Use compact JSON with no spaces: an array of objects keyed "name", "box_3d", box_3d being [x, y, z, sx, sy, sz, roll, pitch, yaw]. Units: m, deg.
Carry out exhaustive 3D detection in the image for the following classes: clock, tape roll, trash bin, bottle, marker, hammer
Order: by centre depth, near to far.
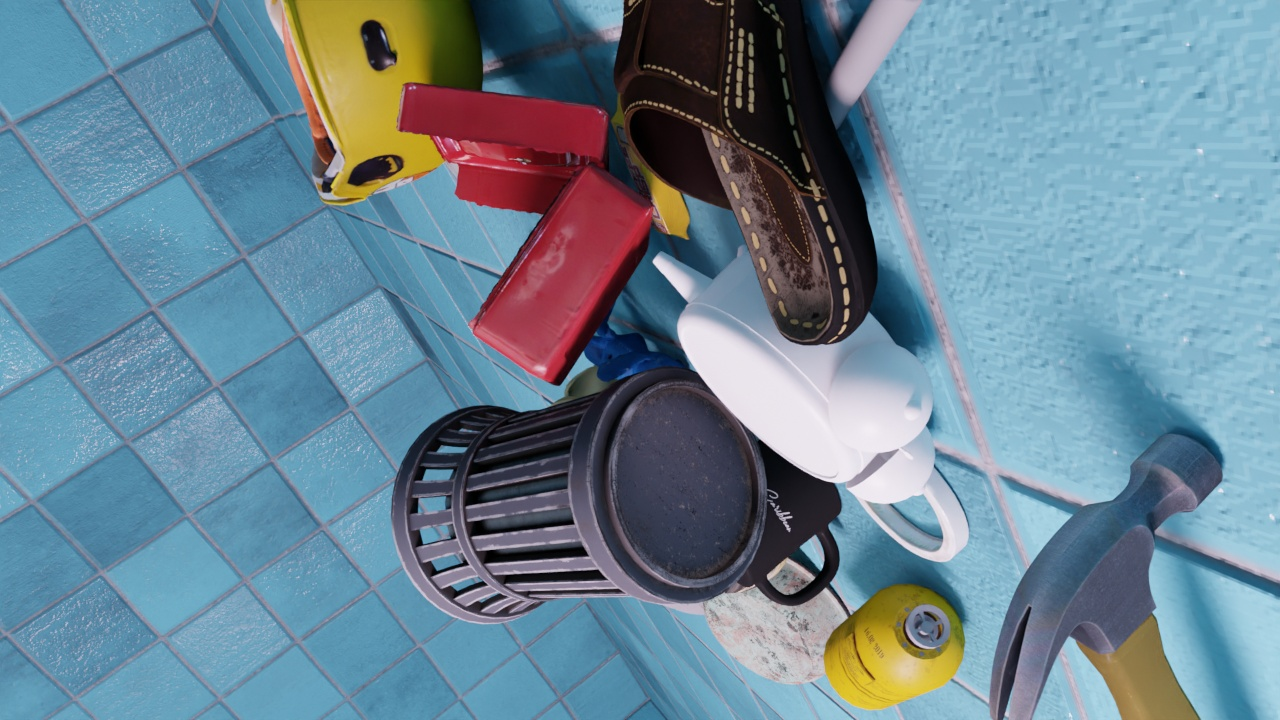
[{"name":"marker","box_3d":[0.080,-0.108,0.372,0.016,0.016,0.141,52,164,8]},{"name":"hammer","box_3d":[0.237,0.188,0.387,0.333,0.117,0.025,56,168,-24]},{"name":"clock","box_3d":[0.088,-0.001,0.487,0.161,0.072,0.125,39,167,33]},{"name":"tape roll","box_3d":[0.155,0.079,0.548,0.093,0.013,0.093,49,163,20]},{"name":"trash bin","box_3d":[-0.041,0.093,0.617,0.228,0.163,0.164,-18,109,49]},{"name":"bottle","box_3d":[0.174,0.197,0.629,0.071,0.071,0.164,49,164,20]}]

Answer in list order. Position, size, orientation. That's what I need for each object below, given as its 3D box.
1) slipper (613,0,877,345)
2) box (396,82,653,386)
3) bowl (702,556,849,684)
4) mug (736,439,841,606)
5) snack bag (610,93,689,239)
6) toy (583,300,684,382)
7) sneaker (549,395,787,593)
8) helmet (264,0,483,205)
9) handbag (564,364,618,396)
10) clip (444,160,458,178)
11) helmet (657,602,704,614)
[{"name":"slipper","box_3d":[0.022,-0.122,0.363,0.113,0.075,0.268,24,137,67]},{"name":"box","box_3d":[-0.067,-0.066,0.584,0.157,0.154,0.168,88,-176,-85]},{"name":"bowl","box_3d":[0.115,0.238,0.832,0.157,0.038,0.158,24,135,26]},{"name":"mug","box_3d":[0.097,0.122,0.667,0.113,0.088,0.078,55,165,0]},{"name":"snack bag","box_3d":[0.006,-0.116,0.566,0.026,0.020,0.099,38,157,51]},{"name":"toy","box_3d":[-0.005,0.004,0.765,0.176,0.071,0.113,54,166,42]},{"name":"sneaker","box_3d":[0.002,0.118,0.755,0.241,0.089,0.102,30,-159,16]},{"name":"helmet","box_3d":[-0.180,-0.227,0.647,0.240,0.139,0.209,174,81,-71]},{"name":"handbag","box_3d":[-0.019,0.071,0.892,0.111,0.081,0.119,61,170,20]},{"name":"clip","box_3d":[-0.175,-0.217,0.830,0.143,0.072,0.125,18,139,54]},{"name":"helmet","box_3d":[0.035,0.205,0.966,0.271,0.117,0.183,34,154,48]}]
